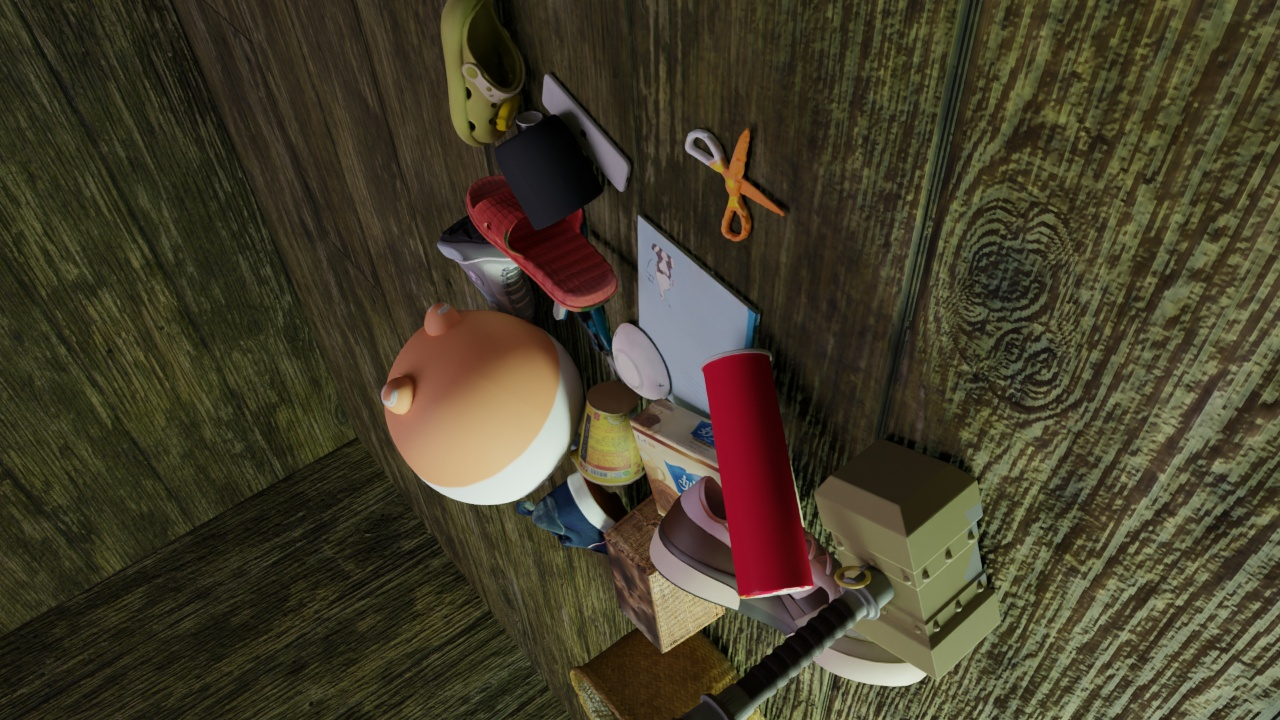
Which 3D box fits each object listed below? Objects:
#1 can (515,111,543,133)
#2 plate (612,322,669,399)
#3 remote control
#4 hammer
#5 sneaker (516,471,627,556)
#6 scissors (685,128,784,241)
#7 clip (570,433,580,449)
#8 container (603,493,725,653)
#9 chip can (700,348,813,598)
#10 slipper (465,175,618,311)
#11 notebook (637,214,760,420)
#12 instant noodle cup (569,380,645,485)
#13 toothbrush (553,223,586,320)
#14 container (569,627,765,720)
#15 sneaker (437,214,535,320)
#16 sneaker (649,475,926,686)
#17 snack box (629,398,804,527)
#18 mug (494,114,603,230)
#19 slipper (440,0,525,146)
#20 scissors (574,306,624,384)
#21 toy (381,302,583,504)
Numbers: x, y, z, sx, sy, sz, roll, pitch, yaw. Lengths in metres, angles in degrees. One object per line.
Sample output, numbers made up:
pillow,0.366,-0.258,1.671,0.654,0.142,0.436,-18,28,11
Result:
can,-0.120,-0.240,1.044,0.031,0.031,0.081,40,150,37
plate,-0.007,0.006,1.101,0.104,0.026,0.104,46,153,31
remote control,-0.057,-0.238,0.955,0.146,0.008,0.045,51,155,18
hammer,0.136,0.227,0.737,0.101,0.324,0.190,22,137,54
sneaker,-0.084,0.243,1.341,0.120,0.127,0.294,62,-175,26
scissors,0.078,-0.156,0.788,0.131,0.011,0.125,48,155,22
clip,-0.119,0.090,1.434,0.169,0.031,0.164,5,121,62
container,0.033,0.294,1.275,0.114,0.112,0.199,35,146,42
chip can,0.106,0.104,0.848,0.069,0.069,0.220,128,136,-65
slipper,-0.114,-0.152,1.047,0.249,0.103,0.059,44,153,31
notebook,0.055,-0.016,0.997,0.181,0.009,0.254,44,152,31
instant noodle cup,-0.035,0.091,1.208,0.100,0.100,0.113,38,138,39
toothbrush,-0.088,-0.106,1.133,0.016,0.014,0.167,56,149,26
container,0.053,0.561,1.450,0.307,0.196,0.308,42,151,29
sneaker,-0.168,-0.118,1.228,0.257,0.092,0.160,16,141,55
sneaker,0.160,0.202,0.900,0.294,0.111,0.117,26,118,13
snack box,0.088,0.145,1.043,0.207,0.055,0.153,23,140,44
mug,-0.097,-0.206,0.981,0.094,0.085,0.121,60,-166,-17
slipper,-0.161,-0.315,0.995,0.082,0.091,0.191,17,147,12
scissors,-0.059,-0.044,1.170,0.119,0.019,0.151,42,150,35
toy,-0.223,0.054,1.254,0.266,0.262,0.281,11,157,38
